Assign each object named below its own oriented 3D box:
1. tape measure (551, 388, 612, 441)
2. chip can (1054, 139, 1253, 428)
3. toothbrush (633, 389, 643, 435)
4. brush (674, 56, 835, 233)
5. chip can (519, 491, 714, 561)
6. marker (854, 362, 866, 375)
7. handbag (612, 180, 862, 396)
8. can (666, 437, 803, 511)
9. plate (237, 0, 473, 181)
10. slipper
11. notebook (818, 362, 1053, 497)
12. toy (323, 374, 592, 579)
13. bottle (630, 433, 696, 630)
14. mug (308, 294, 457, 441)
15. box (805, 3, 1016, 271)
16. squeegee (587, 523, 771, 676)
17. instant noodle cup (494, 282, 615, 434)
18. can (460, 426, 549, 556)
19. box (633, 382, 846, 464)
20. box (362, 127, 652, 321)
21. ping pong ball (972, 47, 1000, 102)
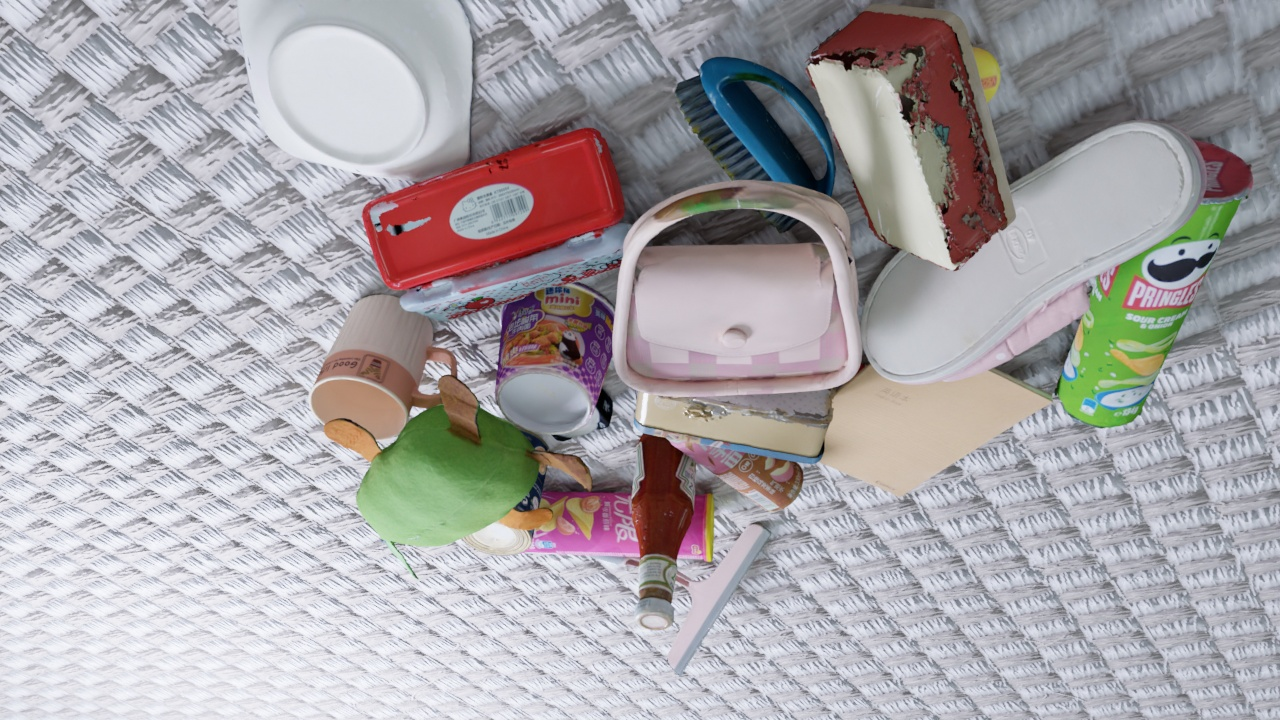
[{"bbox_3d":[-0.068,0.043,0.877,0.066,0.033,0.066,-22,129,25],"label":"tape measure"},{"bbox_3d":[0.380,-0.048,0.697,0.072,0.072,0.236,0,136,7],"label":"chip can"},{"bbox_3d":[-0.005,0.005,0.843,0.016,0.018,0.181,7,135,11],"label":"toothbrush"},{"bbox_3d":[0.090,-0.154,0.637,0.074,0.055,0.144,-27,126,31],"label":"brush"},{"bbox_3d":[-0.028,0.175,0.980,0.211,0.071,0.071,1,136,8],"label":"chip can"},{"bbox_3d":[0.237,0.026,0.831,0.145,0.017,0.017,22,134,-15],"label":"marker"},{"bbox_3d":[0.069,-0.059,0.667,0.193,0.093,0.234,-2,154,6],"label":"handbag"},{"bbox_3d":[0.092,0.089,0.885,0.147,0.057,0.058,37,129,-27],"label":"can"},{"bbox_3d":[-0.203,-0.193,0.652,0.164,0.034,0.164,8,136,-2],"label":"plate"},{"bbox_3d":[0.273,-0.070,0.669,0.054,0.114,0.275,-4,153,-41],"label":"slipper"},{"bbox_3d":[0.242,0.056,0.846,0.149,0.012,0.212,23,142,-14],"label":"notebook"},{"bbox_3d":[-0.162,0.098,0.780,0.227,0.089,0.247,33,133,-28],"label":"toy"},{"bbox_3d":[0.020,0.151,0.852,0.060,0.205,0.060,3,135,3],"label":"bottle"},{"bbox_3d":[-0.218,0.007,0.807,0.114,0.105,0.082,7,136,0],"label":"mug"},{"bbox_3d":[0.175,-0.137,0.601,0.076,0.091,0.168,-42,128,-9],"label":"box"},{"bbox_3d":[-0.015,0.232,1.062,0.249,0.040,0.248,22,119,-8],"label":"squeegee"},{"bbox_3d":[-0.075,0.002,0.789,0.111,0.099,0.112,3,134,3],"label":"instant noodle cup"},{"bbox_3d":[-0.136,0.132,0.921,0.075,0.111,0.075,4,136,3],"label":"can"},{"bbox_3d":[0.088,0.030,0.799,0.184,0.089,0.061,13,135,4],"label":"box"},{"bbox_3d":[-0.101,-0.098,0.723,0.202,0.098,0.119,-16,97,13],"label":"box"},{"bbox_3d":[0.214,-0.184,0.600,0.040,0.040,0.040,4,136,4],"label":"ping pong ball"}]
